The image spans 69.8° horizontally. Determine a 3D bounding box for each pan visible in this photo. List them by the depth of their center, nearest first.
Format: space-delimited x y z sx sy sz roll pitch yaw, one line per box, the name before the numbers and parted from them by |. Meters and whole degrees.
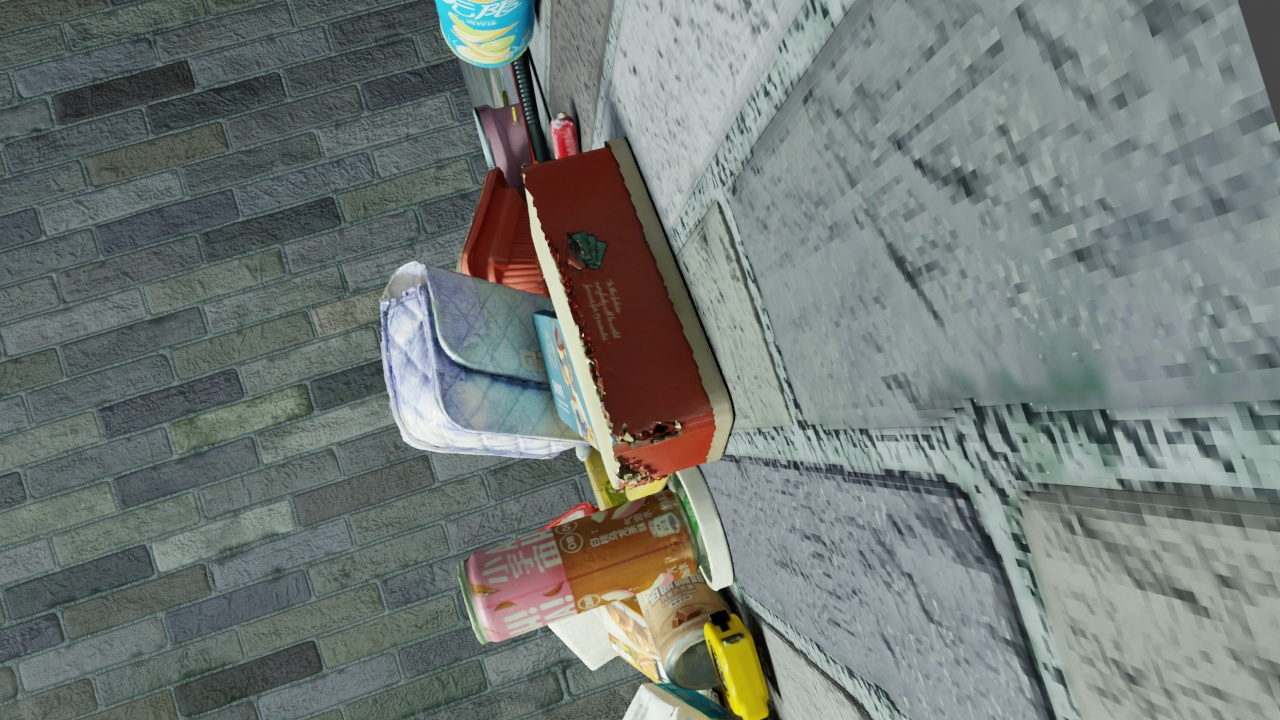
pan | 0.005 0.122 0.788 0.358 0.078 0.197 72 175 -67

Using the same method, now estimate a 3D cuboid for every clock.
clock | -0.124 -0.192 0.952 0.117 0.059 0.159 -121 17 -59

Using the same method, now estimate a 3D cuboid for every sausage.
sausage | -0.053 -0.142 0.688 0.156 0.020 0.020 93 159 -73

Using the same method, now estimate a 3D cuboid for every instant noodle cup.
instant noodle cup | -0.104 -0.071 0.872 0.189 0.079 0.164 76 -167 -46
instant noodle cup | -0.054 0.226 0.910 0.124 0.116 0.116 57 -179 -14

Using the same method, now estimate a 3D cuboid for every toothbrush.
toothbrush | -0.043 0.034 0.847 0.191 0.016 0.018 -85 -26 -57

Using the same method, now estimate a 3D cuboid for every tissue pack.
tissue pack | 0.019 0.267 0.605 0.063 0.090 0.140 24 169 21

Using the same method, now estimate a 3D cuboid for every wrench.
wrench | -0.089 -0.183 0.788 0.056 0.016 0.273 137 121 -76

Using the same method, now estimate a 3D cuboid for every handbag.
handbag | -0.105 0.004 0.719 0.193 0.076 0.134 12 -119 -54

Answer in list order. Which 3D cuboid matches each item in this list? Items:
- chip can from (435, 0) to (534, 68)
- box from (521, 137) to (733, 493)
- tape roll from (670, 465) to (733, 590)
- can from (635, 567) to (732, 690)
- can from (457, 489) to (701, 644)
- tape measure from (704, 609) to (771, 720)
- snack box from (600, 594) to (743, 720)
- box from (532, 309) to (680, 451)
chip can | -0.098 -0.244 0.568 0.210 0.071 0.071 -163 56 -82
box | -0.018 -0.021 0.480 0.091 0.076 0.168 92 160 -67
tape roll | 0.039 0.107 0.600 0.086 0.014 0.086 161 91 -83
can | 0.030 0.171 0.650 0.116 0.058 0.058 -119 13 -57
can | -0.038 0.131 0.586 0.058 0.147 0.058 162 91 -83
tape measure | 0.061 0.183 0.559 0.057 0.029 0.060 -143 36 -77
snack box | 0.024 0.230 0.729 0.154 0.026 0.075 19 130 49
box | -0.029 0.002 0.624 0.184 0.059 0.090 -172 67 -74
